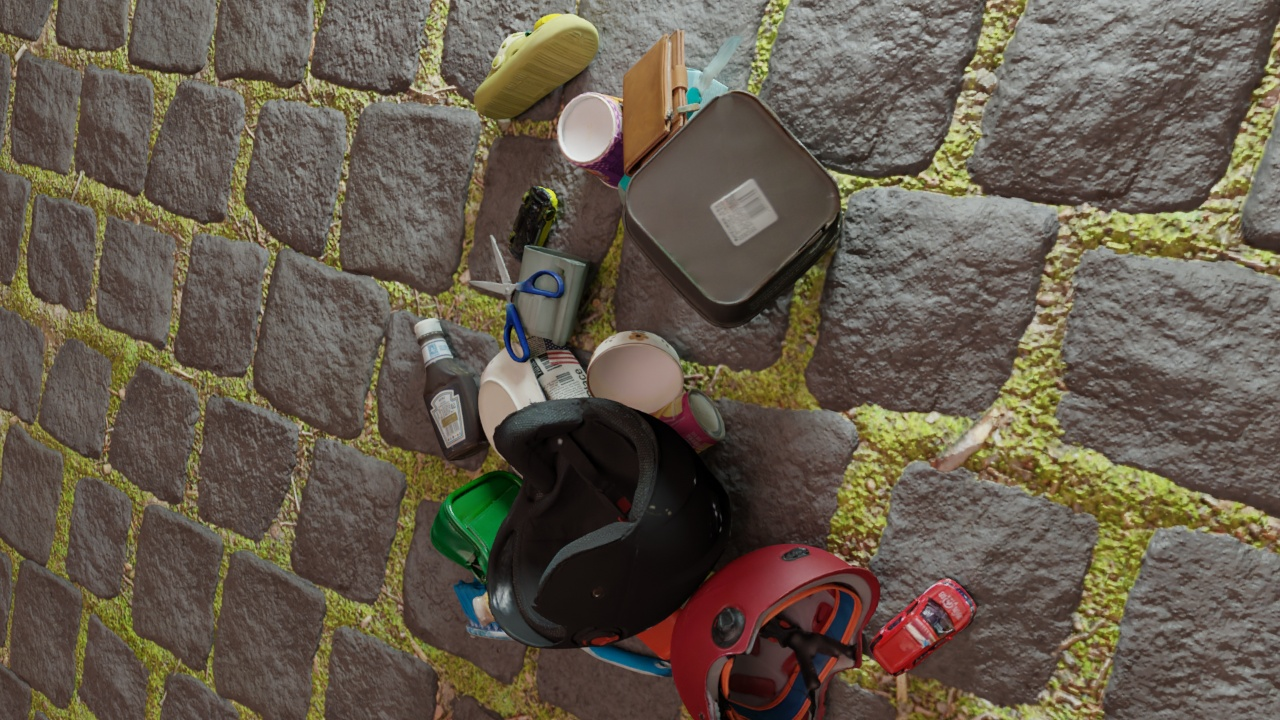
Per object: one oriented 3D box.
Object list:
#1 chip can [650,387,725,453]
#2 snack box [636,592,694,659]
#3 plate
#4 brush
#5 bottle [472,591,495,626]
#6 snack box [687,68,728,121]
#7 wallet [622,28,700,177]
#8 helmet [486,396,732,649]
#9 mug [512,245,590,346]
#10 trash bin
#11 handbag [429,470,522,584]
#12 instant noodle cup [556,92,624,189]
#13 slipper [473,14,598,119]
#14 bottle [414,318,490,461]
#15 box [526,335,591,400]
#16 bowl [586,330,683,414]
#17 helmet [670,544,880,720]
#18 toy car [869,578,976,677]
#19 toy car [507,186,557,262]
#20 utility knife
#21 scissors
[{"bbox_3d":[-0.003,0.112,1.086,0.211,0.071,0.071,-34,74,26],"label":"chip can"},{"bbox_3d":[0.033,0.290,1.059,0.080,0.091,0.082,44,111,16],"label":"snack box"},{"bbox_3d":[-0.163,0.073,1.161,0.164,0.034,0.164,-38,75,53],"label":"plate"},{"bbox_3d":[-0.099,0.333,1.160,0.315,0.060,0.109,-5,93,28],"label":"brush"},{"bbox_3d":[-0.110,0.268,1.114,0.189,0.068,0.068,-24,77,0],"label":"bottle"},{"bbox_3d":[0.047,-0.240,1.053,0.052,0.074,0.175,16,98,29],"label":"snack box"},{"bbox_3d":[0.016,-0.281,0.990,0.119,0.035,0.130,-28,55,49],"label":"wallet"},{"bbox_3d":[-0.041,0.177,0.956,0.275,0.230,0.233,-52,36,25],"label":"helmet"},{"bbox_3d":[-0.107,-0.079,1.127,0.124,0.083,0.103,35,114,62],"label":"mug"},{"bbox_3d":[0.091,-0.147,0.904,0.199,0.219,0.198,-43,90,7],"label":"trash bin"},{"bbox_3d":[-0.192,0.211,1.166,0.120,0.131,0.068,46,126,15],"label":"handbag"},{"bbox_3d":[-0.040,-0.265,1.091,0.112,0.099,0.111,0,91,32],"label":"instant noodle cup"},{"bbox_3d":[-0.142,-0.381,1.157,0.191,0.091,0.081,-30,73,30],"label":"slipper"},{"bbox_3d":[-0.263,0.036,1.255,0.080,0.044,0.194,-29,76,27],"label":"bottle"},{"bbox_3d":[-0.093,0.030,1.133,0.075,0.081,0.163,-35,64,-3],"label":"box"},{"bbox_3d":[-0.006,0.006,1.082,0.114,0.113,0.062,-35,32,26],"label":"bowl"},{"bbox_3d":[0.125,0.278,0.950,0.144,0.206,0.240,38,105,47],"label":"helmet"},{"bbox_3d":[0.287,0.275,0.935,0.053,0.045,0.121,48,110,20],"label":"toy car"},{"bbox_3d":[-0.137,-0.174,1.187,0.048,0.032,0.105,39,120,24],"label":"toy car"},{"bbox_3d":[0.040,-0.262,1.004,0.029,0.013,0.222,50,116,23],"label":"utility knife"},{"bbox_3d":[-0.153,-0.078,1.114,0.163,0.012,0.175,-15,78,39],"label":"scissors"}]
